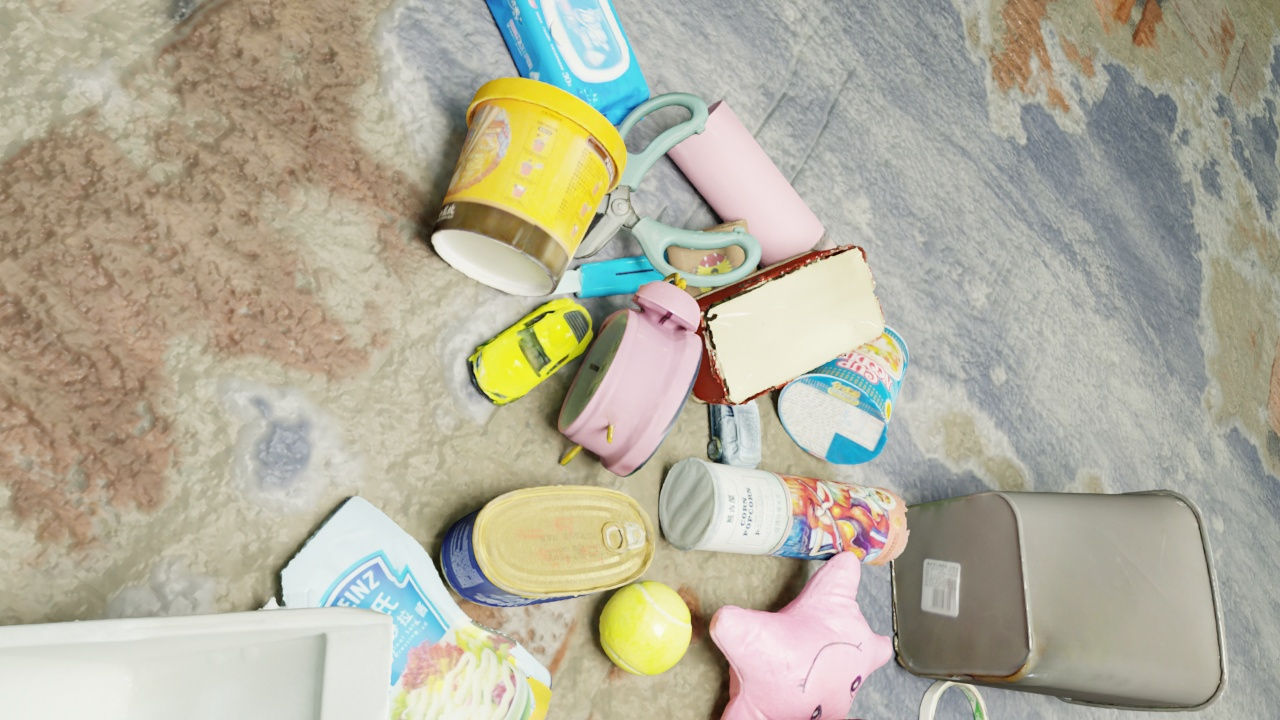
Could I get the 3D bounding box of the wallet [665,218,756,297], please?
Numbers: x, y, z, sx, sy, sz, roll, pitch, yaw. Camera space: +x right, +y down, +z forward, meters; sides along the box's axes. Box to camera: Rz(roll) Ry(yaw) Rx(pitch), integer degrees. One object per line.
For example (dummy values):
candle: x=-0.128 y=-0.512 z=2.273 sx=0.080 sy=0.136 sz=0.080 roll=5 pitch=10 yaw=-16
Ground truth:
wallet: x=0.067 y=-0.054 z=0.768 sx=0.090 sy=0.033 sz=0.115 roll=-19 pitch=101 yaw=-32

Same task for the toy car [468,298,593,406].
toy car: x=-0.077 y=-0.008 z=0.671 sx=0.105 sy=0.032 sz=0.048 roll=-37 pitch=100 yaw=-34

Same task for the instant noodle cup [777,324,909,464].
instant noodle cup: x=0.187 y=0.021 z=0.815 sx=0.099 sy=0.099 sz=0.109 roll=51 pitch=48 yaw=-13

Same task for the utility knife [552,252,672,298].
utility knife: x=-0.006 y=-0.069 z=0.744 sx=0.178 sy=0.018 sz=0.034 roll=-11 pitch=85 yaw=-36

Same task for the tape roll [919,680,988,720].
tape roll: x=0.290 y=0.338 z=0.846 sx=0.085 sy=0.014 sz=0.085 roll=10 pitch=73 yaw=-33

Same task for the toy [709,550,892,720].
toy: x=0.133 y=0.249 z=0.722 sx=0.194 sy=0.075 sz=0.178 roll=-12 pitch=102 yaw=-34

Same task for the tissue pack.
tissue pack: x=-0.058 y=-0.258 z=0.736 sx=0.094 sy=0.052 sz=0.157 roll=-28 pitch=94 yaw=-37

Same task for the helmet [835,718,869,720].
helmet: x=0.136 y=0.348 z=0.642 sx=0.206 sy=0.144 sz=0.240 roll=-14 pitch=102 yaw=-19

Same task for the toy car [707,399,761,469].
toy car: x=0.080 y=0.049 z=0.764 sx=0.043 sy=0.034 sz=0.090 roll=6 pitch=73 yaw=-30

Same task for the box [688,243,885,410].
box: x=0.114 y=-0.028 z=0.731 sx=0.168 sy=0.077 sz=0.091 roll=-24 pitch=102 yaw=-25

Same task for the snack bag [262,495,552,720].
snack bag: x=-0.144 y=0.184 z=0.572 sx=0.191 sy=0.039 sz=0.110 roll=48 pitch=59 yaw=-13

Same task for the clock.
clock: x=-0.004 y=0.004 z=0.669 sx=0.060 sy=0.117 sz=0.158 roll=30 pitch=64 yaw=-12

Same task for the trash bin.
trash bin: x=0.361 y=0.211 z=0.830 sx=0.219 sy=0.199 sz=0.198 roll=10 pitch=70 yaw=-25

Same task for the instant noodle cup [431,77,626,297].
instant noodle cup: x=-0.082 y=-0.116 z=0.648 sx=0.118 sy=0.119 sz=0.114 roll=28 pitch=71 yaw=-26

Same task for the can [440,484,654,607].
can: x=-0.060 y=0.127 z=0.623 sx=0.148 sy=0.049 sz=0.074 roll=4 pitch=66 yaw=-41

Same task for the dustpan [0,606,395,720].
dustpan: x=-0.254 y=0.221 z=0.391 sx=0.142 sy=0.258 sz=0.222 roll=21 pitch=65 yaw=-55

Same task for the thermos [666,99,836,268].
thermos: x=0.112 y=-0.138 z=0.817 sx=0.198 sy=0.067 sz=0.087 roll=46 pitch=44 yaw=-15

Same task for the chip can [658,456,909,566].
chip can: x=0.122 y=0.127 z=0.750 sx=0.214 sy=0.071 sz=0.071 roll=12 pitch=71 yaw=-33

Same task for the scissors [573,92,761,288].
scissors: x=0.023 y=-0.140 z=0.730 sx=0.170 sy=0.019 sz=0.179 roll=15 pitch=78 yaw=4

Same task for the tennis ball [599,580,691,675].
tennis ball: x=0.004 y=0.190 z=0.654 sx=0.065 sy=0.066 sz=0.065 roll=10 pitch=72 yaw=-33
